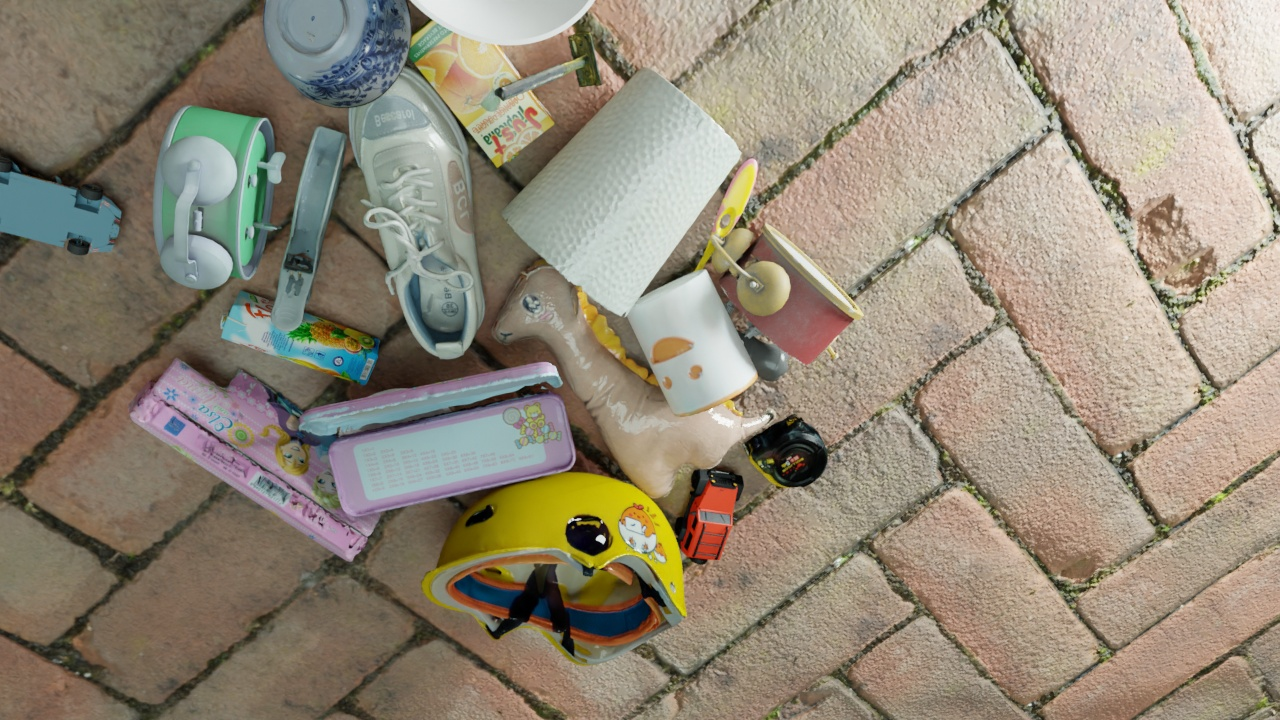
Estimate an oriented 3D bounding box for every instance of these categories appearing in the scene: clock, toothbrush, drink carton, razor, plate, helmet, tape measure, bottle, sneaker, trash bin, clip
[{"bbox_3d":[-0.308,-0.116,0.671,0.075,0.161,0.122,8,114,-13],"label":"clock"},{"bbox_3d":[0.072,-0.118,0.824,0.021,0.016,0.136,21,111,-15],"label":"toothbrush"},{"bbox_3d":[-0.291,-0.020,0.788,0.128,0.044,0.039,21,110,-21],"label":"drink carton"},{"bbox_3d":[-0.125,-0.217,0.725,0.058,0.041,0.122,-35,117,7],"label":"drink carton"},{"bbox_3d":[-0.072,-0.220,0.711,0.105,0.026,0.042,-38,128,-40],"label":"razor"},{"bbox_3d":[-0.108,-0.312,0.664,0.173,0.036,0.174,-1,93,-20],"label":"plate"},{"bbox_3d":[-0.074,0.175,0.863,0.240,0.139,0.210,24,138,-21],"label":"helmet"},{"bbox_3d":[0.151,0.094,0.930,0.071,0.042,0.072,-36,112,6],"label":"tape measure"},{"bbox_3d":[0.114,-0.058,0.802,0.158,0.117,0.081,30,110,-38],"label":"clock"},{"bbox_3d":[0.088,-0.012,0.867,0.110,0.036,0.036,20,110,-19],"label":"bottle"},{"bbox_3d":[-0.173,-0.113,0.738,0.089,0.090,0.242,-11,116,-5],"label":"sneaker"},{"bbox_3d":[-0.011,-0.139,0.740,0.133,0.133,0.161,37,99,-24],"label":"trash bin"},{"bbox_3d":[-0.268,-0.108,0.745,0.027,0.090,0.162,15,98,-17],"label":"clip"}]

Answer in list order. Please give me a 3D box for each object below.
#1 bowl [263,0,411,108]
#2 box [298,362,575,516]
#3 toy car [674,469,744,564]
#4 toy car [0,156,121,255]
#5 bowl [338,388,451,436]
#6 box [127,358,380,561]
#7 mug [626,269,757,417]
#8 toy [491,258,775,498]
[{"bbox_3d":[-0.228,-0.244,0.665,0.114,0.045,0.114,2,100,9],"label":"bowl"},{"bbox_3d":[-0.168,0.059,0.789,0.214,0.062,0.140,-12,135,-3],"label":"box"},{"bbox_3d":[0.071,0.160,0.941,0.051,0.048,0.100,10,113,-16],"label":"toy car"},{"bbox_3d":[-0.465,-0.121,0.714,0.107,0.027,0.060,16,112,-28],"label":"toy car"},{"bbox_3d":[-0.218,0.066,0.844,0.110,0.040,0.110,-4,116,-8],"label":"bowl"},{"bbox_3d":[-0.327,0.079,0.819,0.230,0.085,0.090,43,73,-25],"label":"box"},{"bbox_3d":[0.044,-0.015,0.799,0.082,0.082,0.105,-26,98,2],"label":"mug"},{"bbox_3d":[-0.005,0.005,0.852,0.196,0.065,0.264,-31,111,-6],"label":"toy"}]
